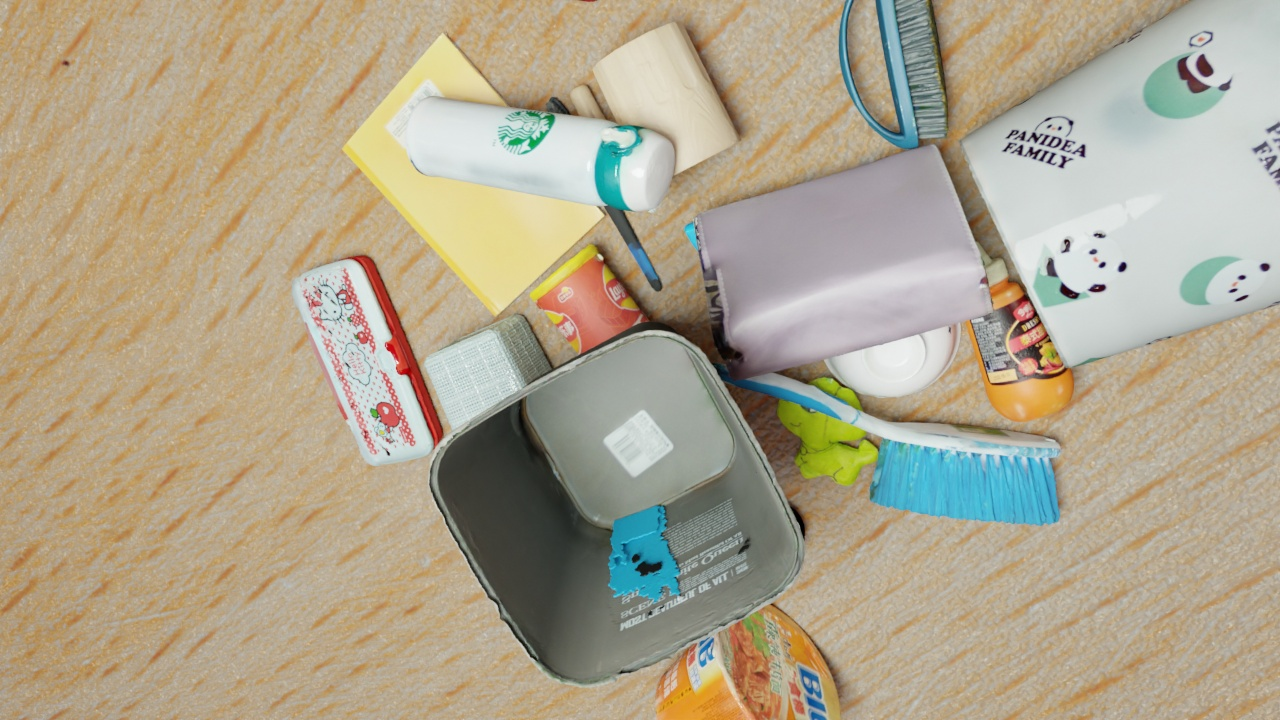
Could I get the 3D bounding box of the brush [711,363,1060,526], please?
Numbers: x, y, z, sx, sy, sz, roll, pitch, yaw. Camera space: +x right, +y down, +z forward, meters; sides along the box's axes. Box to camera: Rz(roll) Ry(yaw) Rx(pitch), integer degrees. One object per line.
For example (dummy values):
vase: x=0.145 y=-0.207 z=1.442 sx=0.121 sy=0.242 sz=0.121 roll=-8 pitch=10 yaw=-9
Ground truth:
brush: x=0.202 y=0.070 z=0.767 sx=0.314 sy=0.060 sz=0.109 roll=6 pitch=102 yaw=-3

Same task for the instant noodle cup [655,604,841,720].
instant noodle cup: x=0.092 y=0.313 z=0.848 sx=0.151 sy=0.151 sz=0.112 roll=42 pitch=119 yaw=-3

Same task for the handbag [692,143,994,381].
handbag: x=0.150 y=-0.068 z=0.701 sx=0.197 sy=0.144 sz=0.098 roll=-15 pitch=132 yaw=14

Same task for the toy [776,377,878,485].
toy: x=0.165 y=0.060 z=0.806 sx=0.097 sy=0.031 sz=0.100 roll=12 pitch=114 yaw=6

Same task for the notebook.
notebook: x=-0.149 y=-0.159 z=0.813 sx=0.146 sy=0.010 sz=0.206 roll=-40 pitch=96 yaw=21

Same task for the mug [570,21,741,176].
mug: x=0.006 y=-0.196 z=0.739 sx=0.125 sy=0.084 sz=0.103 roll=-18 pitch=103 yaw=44

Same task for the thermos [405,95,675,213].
thermos: x=-0.079 y=-0.163 z=0.714 sx=0.224 sy=0.073 sz=0.073 roll=15 pitch=111 yaw=28

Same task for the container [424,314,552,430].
container: x=-0.128 y=0.027 z=0.828 sx=0.090 sy=0.090 sz=0.111 roll=-22 pitch=99 yaw=17

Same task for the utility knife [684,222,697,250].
utility knife: x=0.128 y=-0.125 z=0.761 sx=0.186 sy=0.018 sz=0.034 roll=-17 pitch=103 yaw=15

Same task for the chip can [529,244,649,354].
chip can: x=-0.005 y=0.005 z=0.803 sx=0.073 sy=0.073 sz=0.216 roll=-34 pitch=99 yaw=19

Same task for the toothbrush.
toothbrush: x=-0.030 y=-0.141 z=0.791 sx=0.014 sy=0.016 sz=0.189 roll=-25 pitch=102 yaw=23

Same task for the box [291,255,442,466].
box: x=-0.260 y=0.004 z=0.869 sx=0.087 sy=0.047 sz=0.201 roll=-15 pitch=104 yaw=16

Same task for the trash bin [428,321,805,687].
trash bin: x=-0.012 y=0.079 z=0.670 sx=0.199 sy=0.219 sz=0.198 roll=-28 pitch=98 yaw=7

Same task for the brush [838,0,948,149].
brush: x=0.189 y=-0.231 z=0.694 sx=0.073 sy=0.055 sz=0.144 roll=-11 pitch=105 yaw=13

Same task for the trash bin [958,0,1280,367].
trash bin: x=0.370 y=-0.127 z=0.610 sx=0.252 sy=0.229 sz=0.229 roll=-25 pitch=101 yaw=24

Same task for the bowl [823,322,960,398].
bowl: x=0.206 y=-0.015 z=0.756 sx=0.118 sy=0.064 sz=0.118 roll=3 pitch=107 yaw=11

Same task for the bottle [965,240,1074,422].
bottle: x=0.293 y=-0.027 z=0.739 sx=0.067 sy=0.066 sz=0.149 roll=-24 pitch=94 yaw=18

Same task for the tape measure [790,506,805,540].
tape measure: x=0.122 y=0.159 z=0.843 sx=0.058 sy=0.039 sz=0.057 roll=-18 pitch=103 yaw=22
